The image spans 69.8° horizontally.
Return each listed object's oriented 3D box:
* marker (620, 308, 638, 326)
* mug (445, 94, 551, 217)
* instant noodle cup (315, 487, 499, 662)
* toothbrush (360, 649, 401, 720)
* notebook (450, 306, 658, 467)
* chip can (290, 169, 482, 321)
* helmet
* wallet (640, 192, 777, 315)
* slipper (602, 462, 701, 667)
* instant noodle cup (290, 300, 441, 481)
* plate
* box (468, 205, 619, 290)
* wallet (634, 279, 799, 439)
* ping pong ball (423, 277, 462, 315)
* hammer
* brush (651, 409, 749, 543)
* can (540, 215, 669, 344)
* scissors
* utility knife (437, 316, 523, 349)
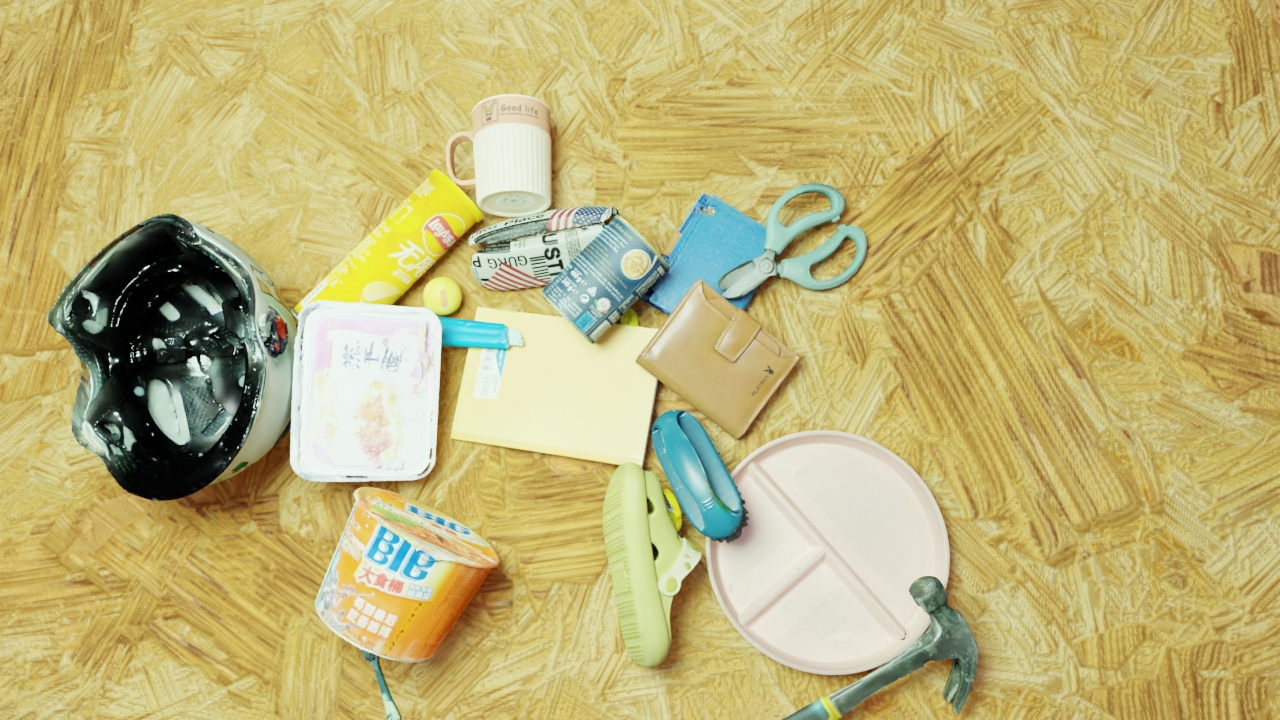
[{"bbox_3d":[-0.006,0.006,0.947,0.018,0.015,0.124,-9,76,6],"label":"marker"},{"bbox_3d":[-0.151,-0.214,0.978,0.114,0.081,0.105,-5,78,7],"label":"mug"},{"bbox_3d":[-0.223,0.202,0.858,0.151,0.151,0.111,27,89,10],"label":"instant noodle cup"},{"bbox_3d":[-0.237,0.352,0.884,0.016,0.018,0.191,-24,76,-2],"label":"toothbrush"},{"bbox_3d":[-0.085,0.025,0.942,0.206,0.010,0.145,7,78,12],"label":"notebook"},{"bbox_3d":[-0.265,-0.103,0.965,0.072,0.072,0.213,43,83,12],"label":"chip can"},{"bbox_3d":[-0.431,0.000,0.910,0.230,0.156,0.274,-31,78,12],"label":"helmet"},{"bbox_3d":[0.073,-0.095,0.954,0.106,0.040,0.133,31,81,2],"label":"wallet"},{"bbox_3d":[0.013,0.192,0.876,0.081,0.092,0.190,-2,76,-22],"label":"slipper"},{"bbox_3d":[-0.274,0.030,0.912,0.138,0.060,0.173,2,91,-22],"label":"instant noodle cup"},{"bbox_3d":[0.178,0.182,0.885,0.229,0.028,0.229,-1,76,5],"label":"plate"},{"bbox_3d":[-0.100,-0.132,0.970,0.163,0.076,0.087,-10,55,5],"label":"box"},{"bbox_3d":[0.077,-0.002,0.915,0.132,0.031,0.108,38,88,-6],"label":"wallet"},{"bbox_3d":[-0.209,-0.068,0.968,0.040,0.040,0.040,-1,77,4],"label":"ping pong ball"},{"bbox_3d":[0.160,0.328,0.833,0.323,0.032,0.126,-33,105,3],"label":"hammer"},{"bbox_3d":[0.051,0.105,0.873,0.055,0.073,0.143,-31,56,6],"label":"brush"},{"bbox_3d":[-0.036,-0.079,0.911,0.111,0.075,0.075,-45,77,0],"label":"can"},{"bbox_3d":[0.163,-0.094,0.942,0.130,0.019,0.185,41,80,-6],"label":"scissors"},{"bbox_3d":[-0.198,-0.029,0.963,0.160,0.018,0.034,5,75,12],"label":"utility knife"}]
